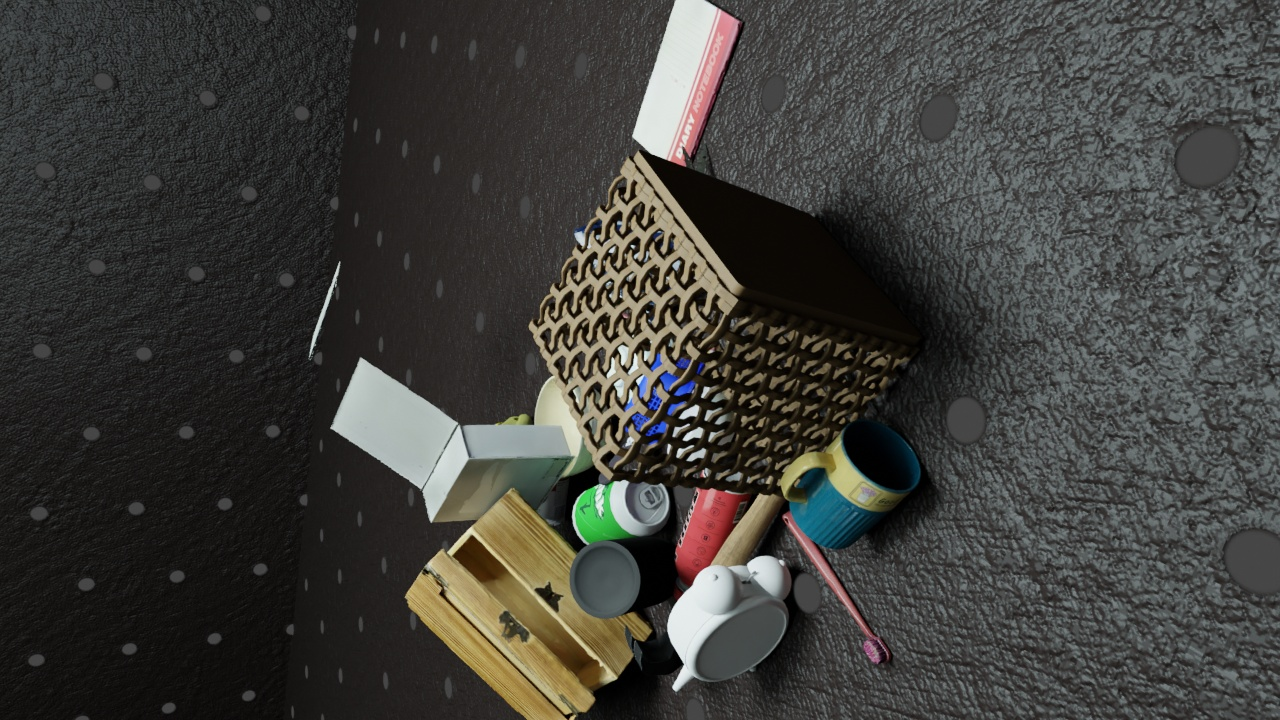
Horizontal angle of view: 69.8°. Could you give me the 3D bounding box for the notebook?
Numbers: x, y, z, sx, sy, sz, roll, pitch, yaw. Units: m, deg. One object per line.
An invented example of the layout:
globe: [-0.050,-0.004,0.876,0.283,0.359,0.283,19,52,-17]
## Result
notebook: [0.056,-0.360,1.194,0.153,0.012,0.209,53,132,45]

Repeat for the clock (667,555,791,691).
clock: [0.092,0.279,0.998,0.073,0.125,0.161,52,137,46]

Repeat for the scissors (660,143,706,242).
scissors: [0.076,-0.199,1.111,0.154,0.162,0.013,30,151,19]

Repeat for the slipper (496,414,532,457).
slipper: [-0.227,0.148,1.503,0.190,0.081,0.092,-77,-7,-74]

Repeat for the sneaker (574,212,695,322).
sneaker: [0.026,-0.107,1.171,0.270,0.103,0.132,18,126,46]

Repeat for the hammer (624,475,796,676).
hammer: [0.087,0.242,1.039,0.040,0.132,0.306,52,122,42]

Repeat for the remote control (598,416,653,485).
remote control: [-0.015,0.114,1.214,0.124,0.009,0.046,-51,14,-15]

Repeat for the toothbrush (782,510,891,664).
toothbrush: [0.195,0.228,0.937,0.189,0.016,0.016,58,136,42]

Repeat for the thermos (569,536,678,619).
thermos: [-0.006,0.259,1.115,0.086,0.198,0.086,-3,81,20]

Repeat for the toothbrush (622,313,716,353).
toothbrush: [0.022,-0.039,1.176,0.184,0.015,0.016,23,114,35]

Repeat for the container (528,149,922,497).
container: [0.076,-0.028,0.891,0.215,0.251,0.219,-56,43,27]

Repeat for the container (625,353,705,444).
container: [0.025,0.043,1.137,0.114,0.058,0.096,-62,-3,37]

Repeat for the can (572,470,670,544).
can: [-0.027,0.201,1.231,0.140,0.087,0.087,-33,61,53]

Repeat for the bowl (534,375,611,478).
bowl: [-0.091,0.097,1.351,0.151,0.075,0.150,-4,85,57]

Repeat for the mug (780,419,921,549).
mug: [0.186,0.116,0.867,0.108,0.113,0.083,122,150,-43]

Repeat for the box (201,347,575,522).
box: [-0.339,0.109,1.251,0.167,0.478,0.119,-54,23,39]

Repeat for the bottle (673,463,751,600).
bottle: [0.079,0.211,1.083,0.062,0.062,0.177,45,126,50]

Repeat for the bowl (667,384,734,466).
bowl: [0.078,0.077,1.077,0.105,0.054,0.105,-157,92,-82]

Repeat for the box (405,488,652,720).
box: [-0.172,0.358,1.273,0.279,0.167,0.246,44,141,1]

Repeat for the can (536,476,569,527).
can: [-0.155,0.193,1.439,0.087,0.086,0.116,22,107,57]

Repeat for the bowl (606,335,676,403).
bowl: [-0.007,0.007,1.234,0.118,0.061,0.117,-4,85,59]
